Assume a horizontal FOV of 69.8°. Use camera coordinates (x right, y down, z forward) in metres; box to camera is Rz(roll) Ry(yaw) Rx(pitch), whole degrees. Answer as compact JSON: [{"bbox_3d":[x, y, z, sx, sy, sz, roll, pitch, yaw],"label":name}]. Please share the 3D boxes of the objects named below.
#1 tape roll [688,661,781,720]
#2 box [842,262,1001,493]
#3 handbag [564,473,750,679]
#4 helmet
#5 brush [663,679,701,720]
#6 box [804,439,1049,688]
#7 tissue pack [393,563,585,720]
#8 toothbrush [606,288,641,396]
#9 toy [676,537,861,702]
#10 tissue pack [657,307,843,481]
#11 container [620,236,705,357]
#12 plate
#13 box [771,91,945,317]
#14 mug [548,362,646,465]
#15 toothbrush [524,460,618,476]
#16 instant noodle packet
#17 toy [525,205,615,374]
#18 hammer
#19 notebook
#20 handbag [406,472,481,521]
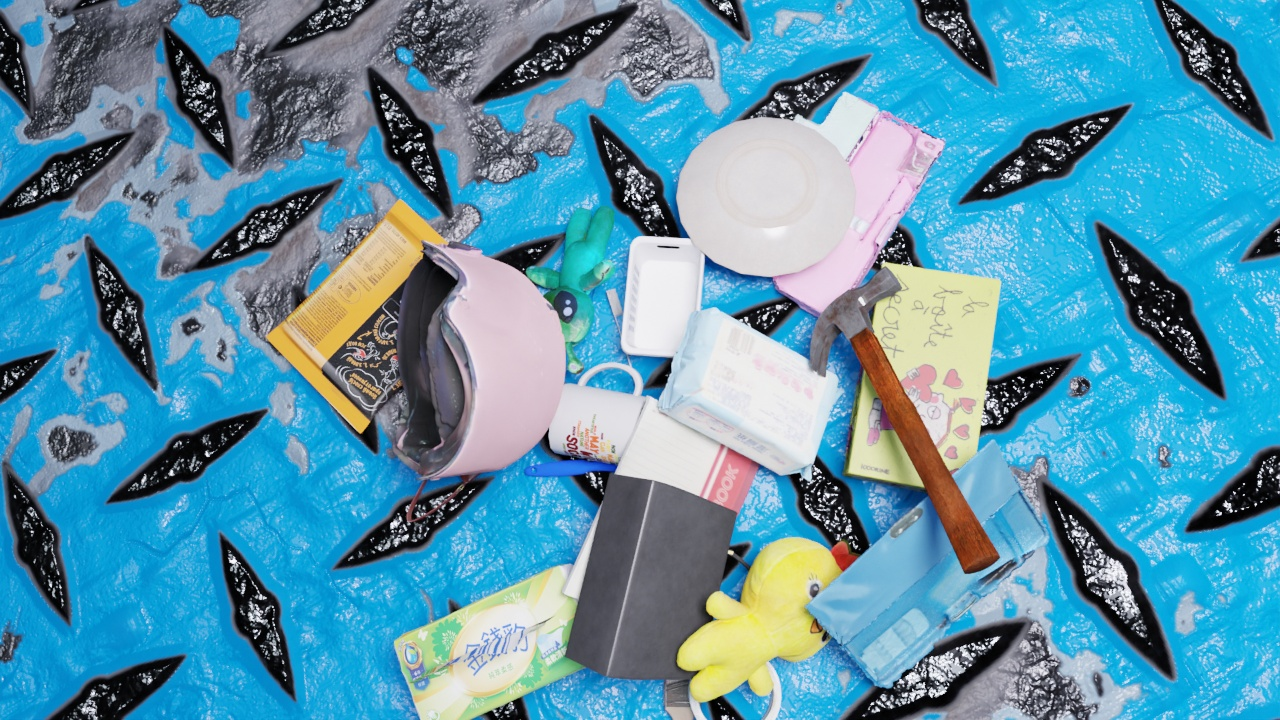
[{"bbox_3d":[0.095,0.335,0.924,0.093,0.013,0.093,1,79,-3],"label":"tape roll"},{"bbox_3d":[0.283,0.020,0.930,0.124,0.081,0.221,13,83,9],"label":"box"},{"bbox_3d":[0.047,0.221,0.894,0.195,0.072,0.175,21,78,-33],"label":"handbag"},{"bbox_3d":[-0.163,-0.003,0.919,0.152,0.255,0.230,-1,105,-29],"label":"helmet"},{"bbox_3d":[0.043,0.350,0.935,0.039,0.012,0.151,-2,79,6],"label":"brush"},{"bbox_3d":[0.272,0.192,0.870,0.231,0.033,0.174,-41,123,-1],"label":"box"},{"bbox_3d":[-0.143,0.285,0.903,0.198,0.141,0.120,-31,78,1],"label":"tissue pack"},{"bbox_3d":[-0.006,0.006,1.002,0.010,0.010,0.181,-18,79,0],"label":"toothbrush"},{"bbox_3d":[0.124,0.245,0.886,0.207,0.134,0.092,-36,32,-26],"label":"toy"},{"bbox_3d":[0.114,0.036,0.923,0.182,0.070,0.111,29,61,-14],"label":"tissue pack"},{"bbox_3d":[0.026,-0.064,0.990,0.081,0.049,0.129,4,81,8],"label":"container"},{"bbox_3d":[0.132,-0.180,0.967,0.189,0.027,0.188,-1,72,4],"label":"plate"},{"bbox_3d":[0.202,-0.175,0.997,0.159,0.035,0.230,33,86,14],"label":"box"},{"bbox_3d":[-0.037,0.053,0.960,0.090,0.073,0.105,10,81,15],"label":"mug"},{"bbox_3d":[-0.035,0.113,0.987,0.183,0.018,0.016,-5,79,9],"label":"toothbrush"},{"bbox_3d":[-0.294,-0.053,1.036,0.160,0.032,0.220,43,88,9],"label":"instant noodle packet"},{"bbox_3d":[-0.070,-0.077,0.998,0.131,0.072,0.193,5,74,47],"label":"toy"},{"bbox_3d":[0.241,0.054,0.836,0.111,0.028,0.300,-37,49,24],"label":"hammer"},{"bbox_3d":[0.027,0.161,0.925,0.153,0.012,0.208,28,80,-24],"label":"notebook"},{"bbox_3d":[-0.213,0.131,1.001,0.055,0.029,0.119,42,93,14],"label":"handbag"}]
